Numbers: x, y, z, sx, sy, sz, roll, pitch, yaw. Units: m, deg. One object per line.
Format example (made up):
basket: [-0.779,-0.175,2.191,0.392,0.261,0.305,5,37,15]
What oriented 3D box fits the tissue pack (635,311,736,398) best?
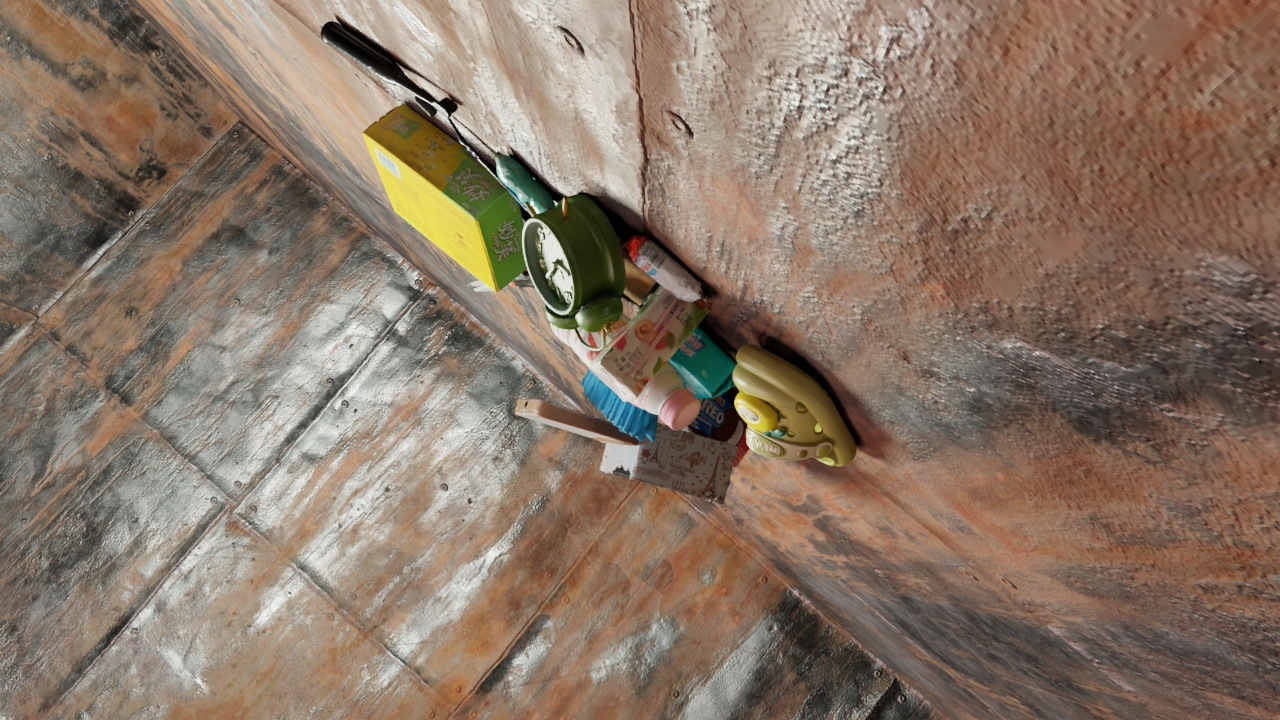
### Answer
tissue pack: [0.048,-0.011,1.008,0.133,0.050,0.093,46,171,-5]

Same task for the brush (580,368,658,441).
brush: [-0.042,-0.014,1.112,0.060,0.109,0.314,17,-167,-31]

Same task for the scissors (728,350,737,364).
scissors: [0.141,0.045,1.033,0.162,0.012,0.174,41,172,28]

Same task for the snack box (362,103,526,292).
snack box: [-0.239,-0.202,1.153,0.210,0.070,0.158,37,158,20]

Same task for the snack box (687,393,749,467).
snack box: [0.087,0.068,1.233,0.058,0.057,0.207,30,166,40]

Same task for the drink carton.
drink carton: [0.010,-0.022,0.897,0.053,0.122,0.046,44,163,-11]

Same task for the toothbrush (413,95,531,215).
toothbrush: [-0.183,-0.227,1.021,0.189,0.016,0.014,47,-179,-6]

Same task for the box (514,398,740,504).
box: [-0.027,0.104,1.165,0.259,0.082,0.177,19,172,-15]

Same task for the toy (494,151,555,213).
toy: [-0.125,-0.186,0.983,0.092,0.030,0.096,49,177,-16]

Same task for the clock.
clock: [-0.065,-0.085,0.912,0.116,0.056,0.161,10,120,60]

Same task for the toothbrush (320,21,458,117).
toothbrush: [-0.272,-0.313,0.990,0.213,0.027,0.026,36,155,24]

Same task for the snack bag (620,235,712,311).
snack bag: [0.024,-0.083,0.856,0.105,0.026,0.045,40,168,-6]

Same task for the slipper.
slipper: [0.144,0.062,0.888,0.092,0.081,0.190,28,167,47]

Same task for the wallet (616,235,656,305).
wallet: [-0.026,-0.108,0.982,0.101,0.020,0.115,39,169,1]

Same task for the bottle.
bottle: [-0.015,-0.001,0.967,0.197,0.068,0.068,43,174,31]

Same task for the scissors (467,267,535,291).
scissors: [-0.167,-0.105,1.316,0.148,0.021,0.235,33,152,-15]
